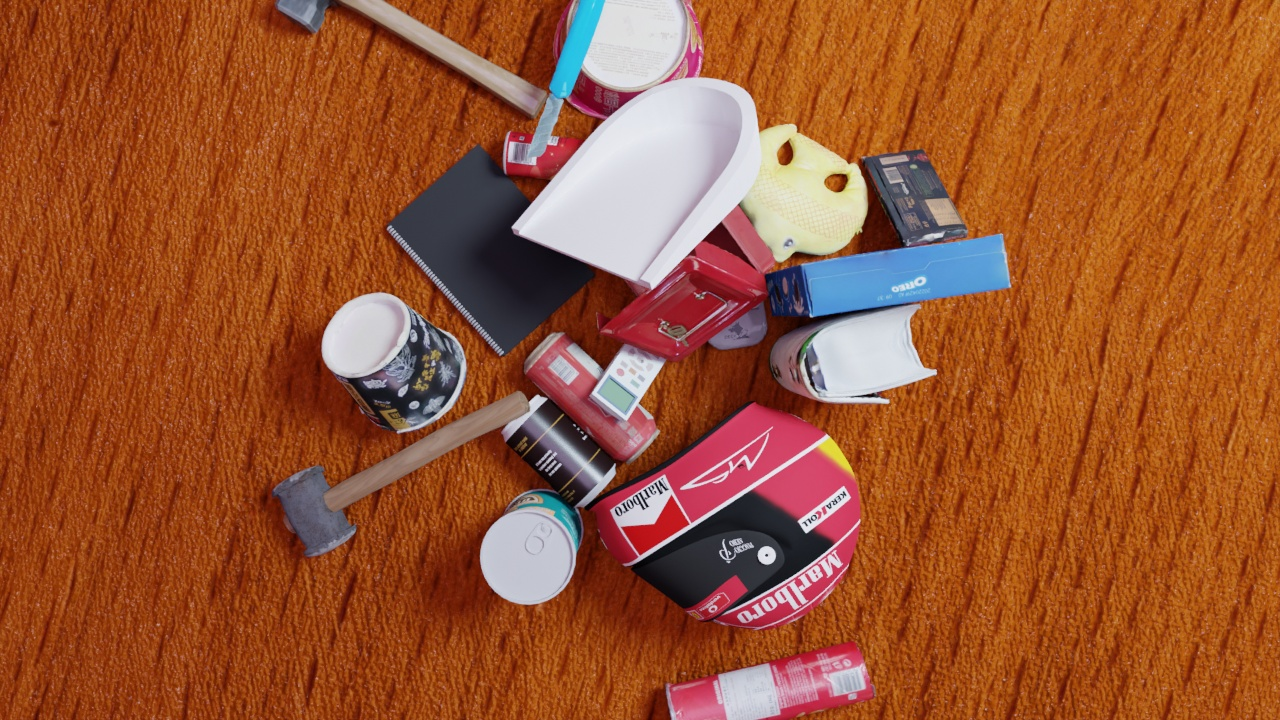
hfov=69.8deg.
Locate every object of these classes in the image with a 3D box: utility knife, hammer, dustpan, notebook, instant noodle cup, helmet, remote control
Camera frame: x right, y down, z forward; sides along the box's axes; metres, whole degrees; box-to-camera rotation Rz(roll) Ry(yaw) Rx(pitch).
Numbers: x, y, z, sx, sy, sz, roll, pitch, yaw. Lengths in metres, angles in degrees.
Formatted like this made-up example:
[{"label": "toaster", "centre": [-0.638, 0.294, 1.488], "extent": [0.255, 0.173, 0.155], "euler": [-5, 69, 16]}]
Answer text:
[{"label": "utility knife", "centre": [-0.080, -0.326, 1.007], "extent": [0.031, 0.015, 0.225], "euler": [21, 88, 2]}, {"label": "hammer", "centre": [-0.257, -0.378, 1.068], "extent": [0.323, 0.051, 0.117], "euler": [30, 91, -3]}, {"label": "dustpan", "centre": [0.013, -0.202, 0.957], "extent": [0.192, 0.053, 0.257], "euler": [25, 59, 34]}, {"label": "notebook", "centre": [-0.178, -0.129, 1.087], "extent": [0.149, 0.016, 0.206], "euler": [-42, 91, 0]}, {"label": "instant noodle cup", "centre": [-0.014, -0.368, 1.051], "extent": [0.178, 0.077, 0.178], "euler": [0, 91, 0]}, {"label": "helmet", "centre": [0.110, 0.181, 1.000], "extent": [0.271, 0.197, 0.224], "euler": [-34, 83, 0]}, {"label": "hammer", "centre": [-0.271, 0.117, 1.047], "extent": [0.329, 0.052, 0.098], "euler": [-28, 90, 11]}, {"label": "instant noodle cup", "centre": [-0.279, -0.003, 1.014], "extent": [0.137, 0.112, 0.137], "euler": [-8, 60, 14]}, {"label": "remote control", "centre": [-0.006, 0.006, 1.052], "extent": [0.049, 0.024, 0.143], "euler": [39, 56, -7]}, {"label": "remote control", "centre": [0.105, -0.089, 1.085], "extent": [0.074, 0.019, 0.151], "euler": [-9, 91, 0]}]

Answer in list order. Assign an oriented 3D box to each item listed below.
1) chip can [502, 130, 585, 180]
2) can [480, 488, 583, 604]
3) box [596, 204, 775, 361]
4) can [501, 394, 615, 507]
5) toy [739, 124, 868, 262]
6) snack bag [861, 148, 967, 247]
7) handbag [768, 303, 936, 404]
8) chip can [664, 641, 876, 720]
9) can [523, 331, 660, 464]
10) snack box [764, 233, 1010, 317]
[{"label": "chip can", "centre": [-0.049, -0.229, 1.066], "extent": [0.215, 0.052, 0.052], "euler": [7, 91, 0]}, {"label": "can", "centre": [-0.118, 0.204, 1.028], "extent": [0.099, 0.144, 0.099], "euler": [0, 91, 0]}, {"label": "box", "centre": [0.050, -0.103, 1.017], "extent": [0.147, 0.155, 0.158], "euler": [26, 134, -34]}, {"label": "can", "centre": [-0.094, 0.106, 1.063], "extent": [0.128, 0.072, 0.072], "euler": [44, 91, -1]}, {"label": "toy", "centre": [0.183, -0.187, 1.064], "extent": [0.170, 0.065, 0.154], "euler": [30, 79, -8]}, {"label": "snack bag", "centre": [0.309, -0.187, 1.038], "extent": [0.074, 0.018, 0.155], "euler": [-9, 50, -1]}, {"label": "handbag", "centre": [0.222, -0.002, 0.998], "extent": [0.142, 0.198, 0.096], "euler": [-15, 92, 1]}, {"label": "chip can", "centre": [0.149, 0.386, 1.068], "extent": [0.233, 0.073, 0.073], "euler": [-14, 91, 0]}, {"label": "can", "centre": [-0.057, 0.043, 1.064], "extent": [0.170, 0.067, 0.067], "euler": [44, 91, 0]}, {"label": "snack box", "centre": [0.248, -0.086, 0.975], "extent": [0.195, 0.239, 0.056], "euler": [-9, 94, 0]}]
